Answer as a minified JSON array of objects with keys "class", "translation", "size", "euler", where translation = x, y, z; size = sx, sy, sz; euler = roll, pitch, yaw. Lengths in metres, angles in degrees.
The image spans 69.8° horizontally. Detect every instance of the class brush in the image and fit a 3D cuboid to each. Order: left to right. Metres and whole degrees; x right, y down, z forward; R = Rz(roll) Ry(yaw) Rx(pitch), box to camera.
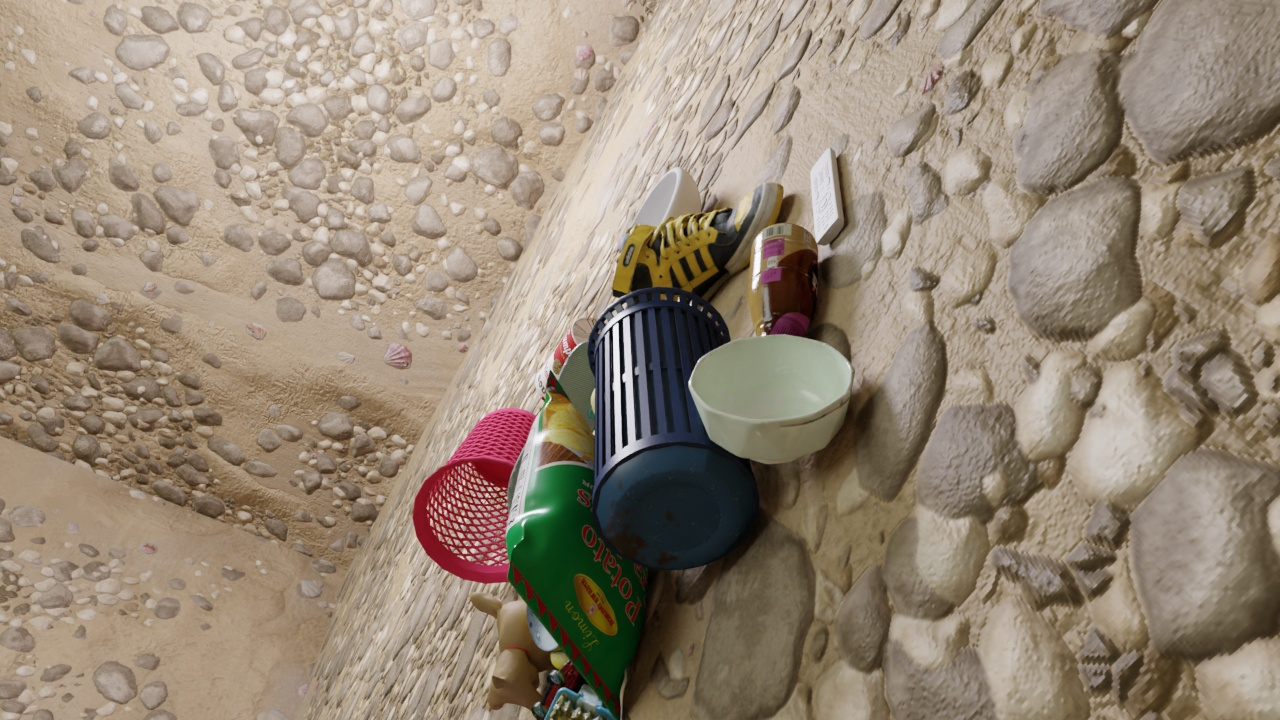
[{"class":"brush","translation":[-0.073,0.350,0.782],"size":[0.136,0.055,0.075],"euler":[-64,-7,-1]}]

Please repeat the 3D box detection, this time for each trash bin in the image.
[{"class":"trash bin","translation":[0.023,0.055,0.789],"size":[0.139,0.139,0.249],"euler":[-56,19,26]}]

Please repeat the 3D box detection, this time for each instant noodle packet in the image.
[{"class":"instant noodle packet","translation":[-0.051,0.156,0.818],"size":[0.090,0.196,0.252],"euler":[-18,33,16]}]

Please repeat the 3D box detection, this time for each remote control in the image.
[{"class":"remote control","translation":[0.175,-0.155,0.859],"size":[0.033,0.012,0.130],"euler":[-54,18,38]}]

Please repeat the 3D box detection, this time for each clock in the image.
[{"class":"clock","translation":[-0.067,0.251,0.888],"size":[0.084,0.057,0.118],"euler":[-49,45,35]}]

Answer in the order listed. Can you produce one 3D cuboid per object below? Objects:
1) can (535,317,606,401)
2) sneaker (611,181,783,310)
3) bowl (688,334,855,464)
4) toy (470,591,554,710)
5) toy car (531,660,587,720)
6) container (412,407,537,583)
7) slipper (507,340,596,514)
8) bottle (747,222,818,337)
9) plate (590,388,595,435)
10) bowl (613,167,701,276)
[{"class":"can","translation":[-0.086,0.009,1.301],"size":[0.117,0.086,0.086],"euler":[-52,20,36]},{"class":"sneaker","translation":[0.050,-0.131,1.022],"size":[0.239,0.122,0.085],"euler":[-50,22,42]},{"class":"bowl","translation":[0.096,0.035,0.667],"size":[0.117,0.117,0.061],"euler":[-92,-5,-60]},{"class":"toy","translation":[-0.123,0.303,0.953],"size":[0.106,0.134,0.108],"euler":[71,-157,-47]},{"class":"toy car","translation":[-0.070,0.303,0.842],"size":[0.042,0.036,0.091],"euler":[-34,-30,-50]},{"class":"container","translation":[-0.195,0.167,1.274],"size":[0.183,0.183,0.225],"euler":[-58,9,19]},{"class":"slipper","translation":[-0.095,0.102,1.122],"size":[0.055,0.098,0.269],"euler":[-138,65,-82]},{"class":"bottle","translation":[0.119,-0.043,0.775],"size":[0.060,0.059,0.165],"euler":[-47,25,46]},{"class":"plate","translation":[-0.006,0.006,1.015],"size":[0.184,0.036,0.184],"euler":[-48,-1,-1]},{"class":"bowl","translation":[0.034,-0.166,1.229],"size":[0.177,0.066,0.176],"euler":[-55,17,27]}]
